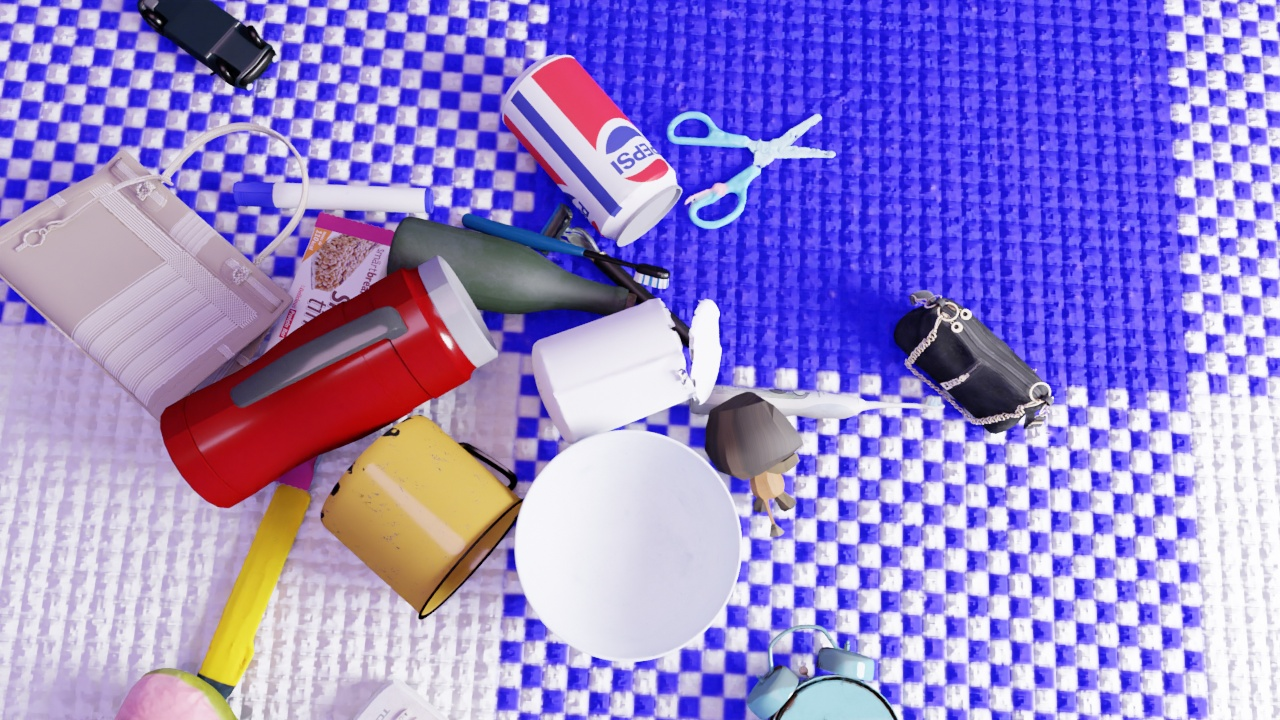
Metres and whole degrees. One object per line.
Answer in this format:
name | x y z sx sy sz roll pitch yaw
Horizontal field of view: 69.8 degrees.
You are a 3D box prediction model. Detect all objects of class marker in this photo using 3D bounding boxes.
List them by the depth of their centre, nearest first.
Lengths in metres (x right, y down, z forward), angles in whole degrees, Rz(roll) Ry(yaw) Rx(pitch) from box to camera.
marker | -0.226 -0.121 0.678 0.141 0.020 0.020 2 79 -2

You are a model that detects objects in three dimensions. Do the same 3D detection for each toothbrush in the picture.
toothbrush | -0.057 -0.080 0.661 0.168 0.014 0.014 17 112 17
toothbrush | 0.128 0.032 0.665 0.185 0.022 0.024 2 98 -1

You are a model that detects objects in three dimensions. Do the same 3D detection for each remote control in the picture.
remote control | -0.132 0.275 0.606 0.138 0.025 0.060 39 80 5

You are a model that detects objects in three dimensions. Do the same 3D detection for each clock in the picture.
clock | 0.120 0.238 0.610 0.090 0.053 0.124 -17 81 -6

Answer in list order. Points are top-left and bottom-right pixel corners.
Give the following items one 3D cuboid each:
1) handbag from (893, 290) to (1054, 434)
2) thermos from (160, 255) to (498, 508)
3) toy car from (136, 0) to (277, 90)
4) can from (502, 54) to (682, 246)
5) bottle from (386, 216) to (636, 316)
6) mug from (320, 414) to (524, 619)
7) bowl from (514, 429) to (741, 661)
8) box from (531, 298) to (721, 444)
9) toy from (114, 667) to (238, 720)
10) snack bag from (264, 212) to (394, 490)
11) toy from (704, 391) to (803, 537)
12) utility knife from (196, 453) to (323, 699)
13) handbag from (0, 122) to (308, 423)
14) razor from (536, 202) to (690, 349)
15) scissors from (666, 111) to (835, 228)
handbag | 0.236 -0.001 0.646 0.128 0.079 0.054 44 80 5
thermos | -0.198 0.011 0.581 0.198 0.108 0.084 -30 79 -3
toy car | -0.326 -0.246 0.690 0.112 0.034 0.046 36 79 5
can | -0.036 -0.153 0.667 0.070 0.070 0.132 -40 83 -9
bottle | -0.089 -0.058 0.656 0.174 0.055 0.055 13 79 -2
mug | -0.137 0.094 0.610 0.094 0.101 0.123 40 39 7
bowl | -0.009 0.122 0.615 0.144 0.074 0.144 0 79 -3
box | 0.000 0.004 0.629 0.143 0.089 0.080 -22 117 -3
toy | -0.286 0.251 0.588 0.110 0.051 0.090 29 94 -3
snack bag | -0.233 -0.011 0.653 0.070 0.016 0.196 16 76 6
toy | 0.083 0.073 0.638 0.062 0.076 0.100 -28 101 -46
utility knife | -0.249 0.120 0.634 0.030 0.019 0.223 20 81 -4
handbag | -0.316 -0.082 0.644 0.175 0.062 0.197 40 81 5
razor | -0.012 -0.058 0.678 0.144 0.022 0.043 40 122 0
scissors | 0.078 -0.167 0.708 0.140 0.015 0.111 -36 84 -15
